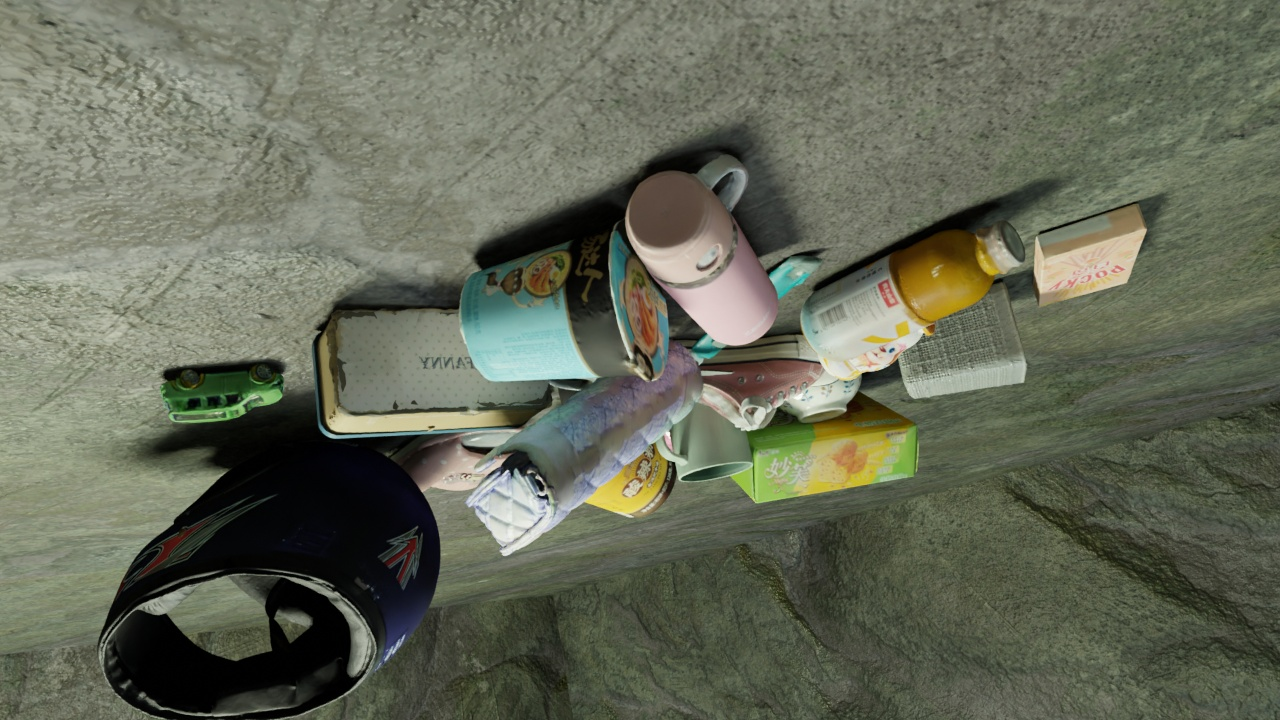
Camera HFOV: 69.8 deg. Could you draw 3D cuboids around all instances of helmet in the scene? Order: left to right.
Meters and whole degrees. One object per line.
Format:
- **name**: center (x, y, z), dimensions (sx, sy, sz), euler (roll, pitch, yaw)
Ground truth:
- **helmet**: center (-0.359, 0.210, 0.939), dimensions (0.316, 0.240, 0.247), euler (-20, 117, 12)

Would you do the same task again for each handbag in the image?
- **handbag**: center (-0.047, 0.065, 0.731), dimensions (0.193, 0.075, 0.135), euler (-37, 178, -43)

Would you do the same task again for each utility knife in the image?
- **utility knife**: center (0.076, -0.026, 0.795), dimensions (0.029, 0.013, 0.217), euler (23, 135, -25)

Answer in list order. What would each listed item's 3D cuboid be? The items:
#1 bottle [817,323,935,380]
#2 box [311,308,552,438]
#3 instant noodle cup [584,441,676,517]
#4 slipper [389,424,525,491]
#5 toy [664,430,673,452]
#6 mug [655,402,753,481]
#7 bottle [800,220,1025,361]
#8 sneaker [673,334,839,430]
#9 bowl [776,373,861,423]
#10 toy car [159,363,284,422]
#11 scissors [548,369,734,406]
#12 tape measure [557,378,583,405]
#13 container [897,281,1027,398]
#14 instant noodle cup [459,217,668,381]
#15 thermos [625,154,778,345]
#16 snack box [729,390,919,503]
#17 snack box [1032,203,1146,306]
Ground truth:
- **bottle**: center (0.226, -0.023, 0.883), dimensions (0.109, 0.063, 0.063), euler (-24, 159, 34)
- **box**: center (-0.162, 0.009, 0.698), dimensions (0.184, 0.089, 0.060), euler (1, 160, -28)
- **instant noodle cup**: center (-0.030, 0.111, 0.999), dimensions (0.119, 0.118, 0.114), euler (-22, 142, 31)
- **slipper**: center (-0.229, 0.125, 1.072), dimensions (0.114, 0.054, 0.275), euler (7, 155, -44)
- **toy**: center (-0.029, 0.116, 1.135), dimensions (0.194, 0.074, 0.179), euler (-7, 154, -5)
- **mug**: center (0.061, 0.072, 1.001), dimensions (0.111, 0.106, 0.082), euler (1, 160, -35)
- **bottle**: center (0.222, -0.058, 0.760), dimensions (0.068, 0.068, 0.190), euler (5, 156, -43)
- **sneaker**: center (0.109, 0.028, 0.926), dimensions (0.240, 0.087, 0.119), euler (-1, 159, -28)
- **bowl**: center (0.202, 0.035, 1.053), dimensions (0.113, 0.062, 0.113), euler (-9, 161, -3)
- **toy car**: center (-0.332, 0.027, 0.733), dimensions (0.091, 0.036, 0.043), euler (-9, 162, -20)
- **scissors**: center (-0.008, 0.006, 0.819), dimensions (0.181, 0.014, 0.159), euler (-6, 149, 20)
- **tape measure**: center (-0.052, 0.025, 0.897), dimensions (0.057, 0.039, 0.058), euler (-17, 167, 17)
- **container**: center (0.320, -0.015, 0.930), dimensions (0.114, 0.090, 0.090), euler (-13, 162, 17)
- **instant noodle cup**: center (-0.054, -0.031, 0.625), dimensions (0.121, 0.111, 0.111), euler (-9, 164, 17)
- **thermos**: center (0.053, -0.073, 0.630), dimensions (0.087, 0.067, 0.198), euler (-45, 156, 2)
- **snack box**: center (0.204, 0.097, 1.113), dimensions (0.210, 0.070, 0.157), euler (-7, -163, -15)
- **snack box**: center (0.407, -0.092, 0.842), dimensions (0.085, 0.026, 0.157), euler (-17, 161, 18)
